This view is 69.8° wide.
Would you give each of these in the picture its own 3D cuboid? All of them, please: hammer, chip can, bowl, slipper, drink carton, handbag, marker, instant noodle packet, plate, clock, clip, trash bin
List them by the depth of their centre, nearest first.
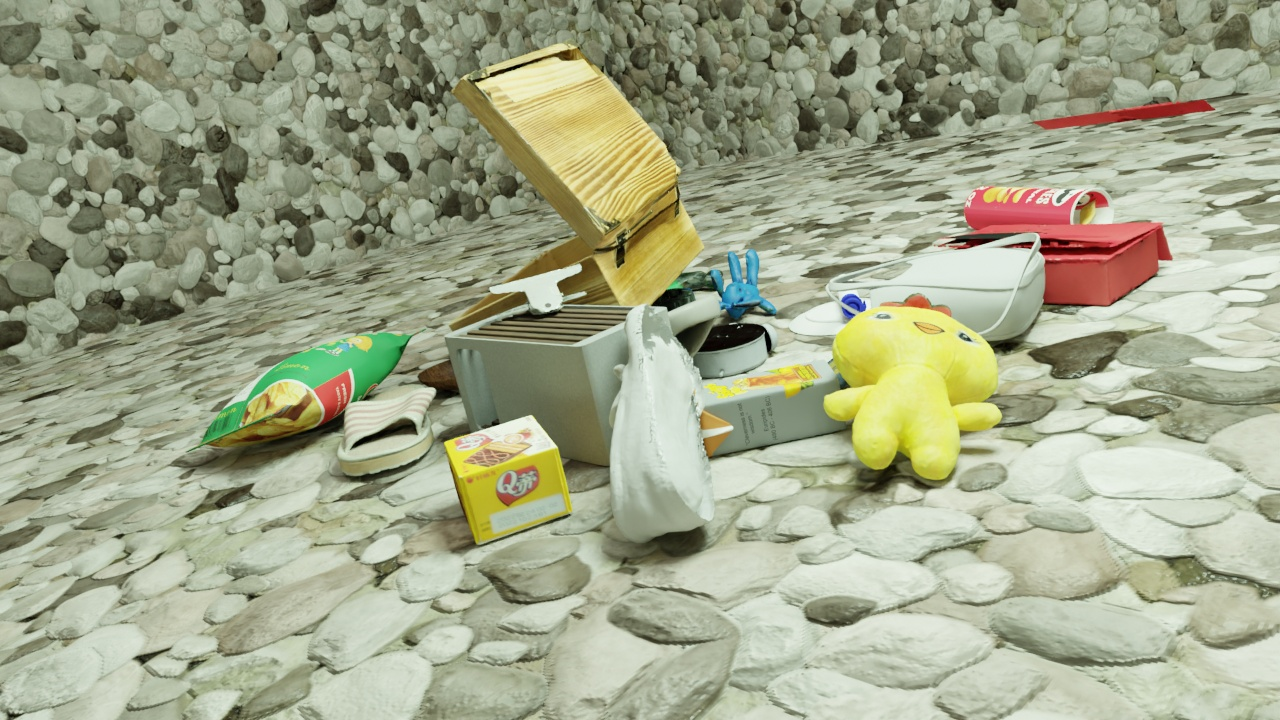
[{"bbox_3d":[0.011,0.044,0.735,0.075,0.112,0.246,-18,38,13],"label":"slipper"},{"bbox_3d":[0.112,0.042,0.814,0.125,0.048,0.076,-12,16,3],"label":"drink carton"},{"bbox_3d":[-0.078,0.016,0.926,0.114,0.114,0.229,-26,21,-39],"label":"trash bin"},{"bbox_3d":[-0.103,-0.066,0.970,0.102,0.052,0.058,-17,-12,-12],"label":"clip"},{"bbox_3d":[0.300,-0.079,0.973,0.223,0.096,0.215,5,21,32],"label":"handbag"},{"bbox_3d":[-0.006,0.006,1.008,0.267,0.080,0.112,-21,-1,45],"label":"slipper"},{"bbox_3d":[-0.284,0.062,1.042,0.115,0.052,0.263,-16,16,-8],"label":"slipper"},{"bbox_3d":[0.103,-0.015,1.043,0.095,0.035,0.122,4,22,45],"label":"clock"},{"bbox_3d":[0.248,-0.057,1.118,0.134,0.011,0.134,-12,16,3],"label":"plate"},{"bbox_3d":[0.255,-0.079,1.121,0.027,0.023,0.133,11,19,4],"label":"marker"},{"bbox_3d":[-0.408,0.035,1.133,0.196,0.090,0.251,-19,13,37],"label":"instant noodle packet"},{"bbox_3d":[-0.234,0.020,1.194,0.101,0.026,0.114,-25,20,-36],"label":"bowl"},{"bbox_3d":[0.559,-0.212,1.307,0.069,0.069,0.220,-17,16,-15],"label":"chip can"},{"bbox_3d":[-0.019,-0.076,1.356,0.130,0.032,0.317,3,23,42],"label":"hammer"}]

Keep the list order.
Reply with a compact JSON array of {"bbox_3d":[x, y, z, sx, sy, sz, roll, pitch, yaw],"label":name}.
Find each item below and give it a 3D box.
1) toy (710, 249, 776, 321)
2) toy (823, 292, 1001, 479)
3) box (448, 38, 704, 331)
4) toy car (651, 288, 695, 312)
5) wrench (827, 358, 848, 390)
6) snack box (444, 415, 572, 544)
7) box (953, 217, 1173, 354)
[{"bbox_3d":[0.123,-0.089,1.227,0.113,0.071,0.175,-9,26,20],"label":"toy"},{"bbox_3d":[0.218,0.020,0.742,0.134,0.092,0.207,12,31,12],"label":"toy"},{"bbox_3d":[-0.101,-0.203,1.123,0.287,0.334,0.278,-20,15,30],"label":"box"},{"bbox_3d":[0.018,-0.070,1.269,0.120,0.056,0.043,-9,10,2],"label":"toy car"},{"bbox_3d":[0.239,-0.014,0.960,0.073,0.022,0.272,6,22,33],"label":"wrench"},{"bbox_3d":[-0.113,0.097,0.773,0.083,0.061,0.106,-17,16,-15],"label":"snack box"},{"bbox_3d":[0.480,-0.080,1.074,0.164,0.153,0.214,-22,19,-36],"label":"box"}]
